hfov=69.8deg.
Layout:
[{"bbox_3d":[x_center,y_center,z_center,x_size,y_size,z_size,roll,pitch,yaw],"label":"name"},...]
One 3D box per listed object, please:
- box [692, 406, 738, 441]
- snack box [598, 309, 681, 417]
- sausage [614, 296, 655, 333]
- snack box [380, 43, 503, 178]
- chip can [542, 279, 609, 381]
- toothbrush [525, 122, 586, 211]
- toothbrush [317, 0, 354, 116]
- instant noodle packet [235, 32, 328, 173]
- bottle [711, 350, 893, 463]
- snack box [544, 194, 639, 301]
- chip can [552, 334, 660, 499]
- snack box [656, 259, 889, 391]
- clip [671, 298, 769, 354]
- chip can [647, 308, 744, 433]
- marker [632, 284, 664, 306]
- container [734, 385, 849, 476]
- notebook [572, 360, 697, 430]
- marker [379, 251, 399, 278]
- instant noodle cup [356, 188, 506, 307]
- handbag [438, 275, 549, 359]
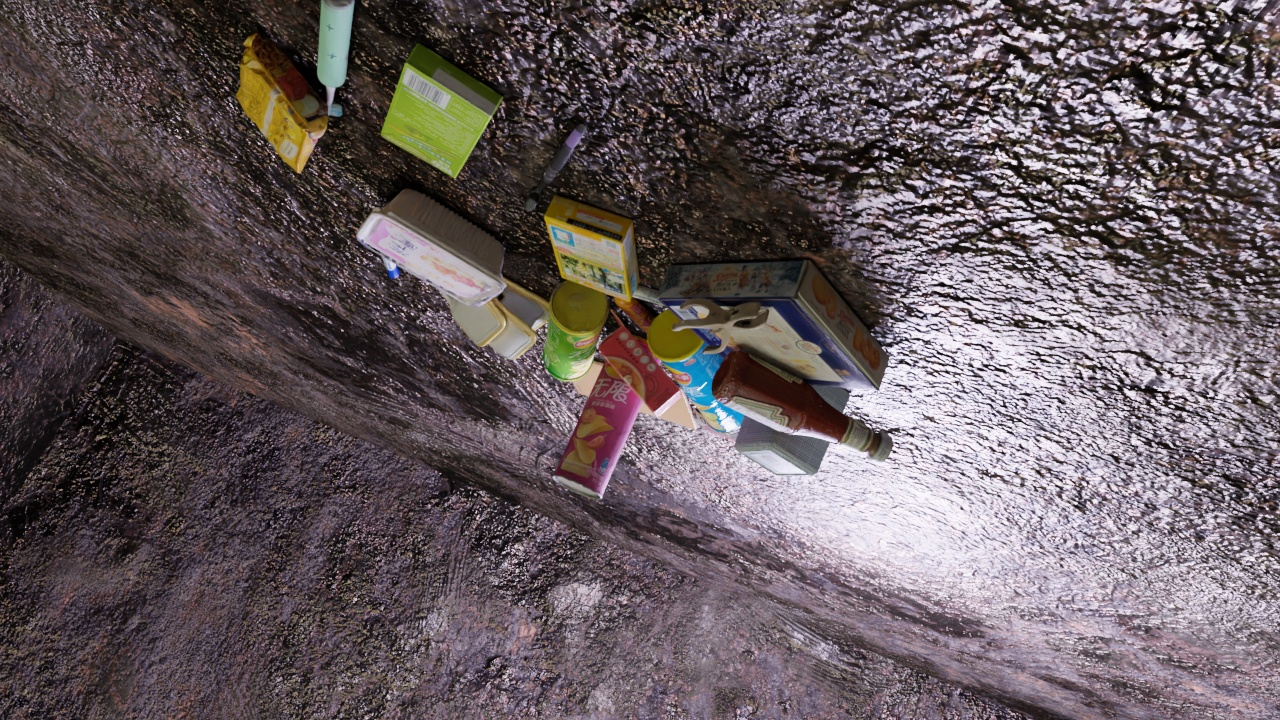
[{"bbox_3d":[0.144,0.094,1.272,0.165,0.059,0.071,8,172,37],"label":"box"},{"bbox_3d":[-0.007,0.007,1.116,0.127,0.044,0.113,49,179,8],"label":"snack box"},{"bbox_3d":[0.017,-0.039,1.121,0.021,0.021,0.165,6,155,42],"label":"sausage"},{"bbox_3d":[-0.189,-0.227,0.856,0.085,0.026,0.157,29,160,-15],"label":"snack box"},{"bbox_3d":[-0.087,-0.034,1.180,0.072,0.072,0.222,24,161,-1],"label":"chip can"},{"bbox_3d":[-0.084,-0.181,0.874,0.014,0.016,0.189,29,159,-13],"label":"toothbrush"},{"bbox_3d":[-0.281,-0.274,0.838,0.027,0.026,0.225,7,167,-20],"label":"toothbrush"},{"bbox_3d":[-0.362,-0.255,0.926,0.111,0.044,0.129,56,152,-8],"label":"instant noodle packet"},{"bbox_3d":[0.177,0.055,0.990,0.206,0.059,0.060,25,161,-9],"label":"bottle"},{"bbox_3d":[-0.049,-0.117,0.977,0.087,0.033,0.140,20,159,11],"label":"snack box"},{"bbox_3d":[-0.041,0.072,1.192,0.071,0.210,0.071,21,161,7],"label":"chip can"},{"bbox_3d":[0.138,-0.034,0.954,0.183,0.045,0.178,4,153,45],"label":"snack box"},{"bbox_3d":[0.086,-0.032,0.905,0.102,0.034,0.094,5,150,28],"label":"clip"},{"bbox_3d":[0.078,0.016,1.119,0.071,0.071,0.210,13,158,30],"label":"chip can"},{"bbox_3d":[-0.001,-0.078,1.045,0.145,0.017,0.017,18,160,17],"label":"marker"},{"bbox_3d":[0.178,0.074,1.094,0.090,0.111,0.090,31,160,-22],"label":"container"},{"bbox_3d":[-0.021,0.044,1.402,0.212,0.012,0.149,16,158,20],"label":"notebook"},{"bbox_3d":[-0.352,-0.149,1.270,0.017,0.016,0.146,23,161,2],"label":"marker"},{"bbox_3d":[-0.243,-0.139,1.103,0.173,0.060,0.138,32,159,-19],"label":"instant noodle cup"},{"bbox_3d":[-0.220,-0.075,1.254,0.178,0.063,0.164,33,158,-14],"label":"handbag"}]
